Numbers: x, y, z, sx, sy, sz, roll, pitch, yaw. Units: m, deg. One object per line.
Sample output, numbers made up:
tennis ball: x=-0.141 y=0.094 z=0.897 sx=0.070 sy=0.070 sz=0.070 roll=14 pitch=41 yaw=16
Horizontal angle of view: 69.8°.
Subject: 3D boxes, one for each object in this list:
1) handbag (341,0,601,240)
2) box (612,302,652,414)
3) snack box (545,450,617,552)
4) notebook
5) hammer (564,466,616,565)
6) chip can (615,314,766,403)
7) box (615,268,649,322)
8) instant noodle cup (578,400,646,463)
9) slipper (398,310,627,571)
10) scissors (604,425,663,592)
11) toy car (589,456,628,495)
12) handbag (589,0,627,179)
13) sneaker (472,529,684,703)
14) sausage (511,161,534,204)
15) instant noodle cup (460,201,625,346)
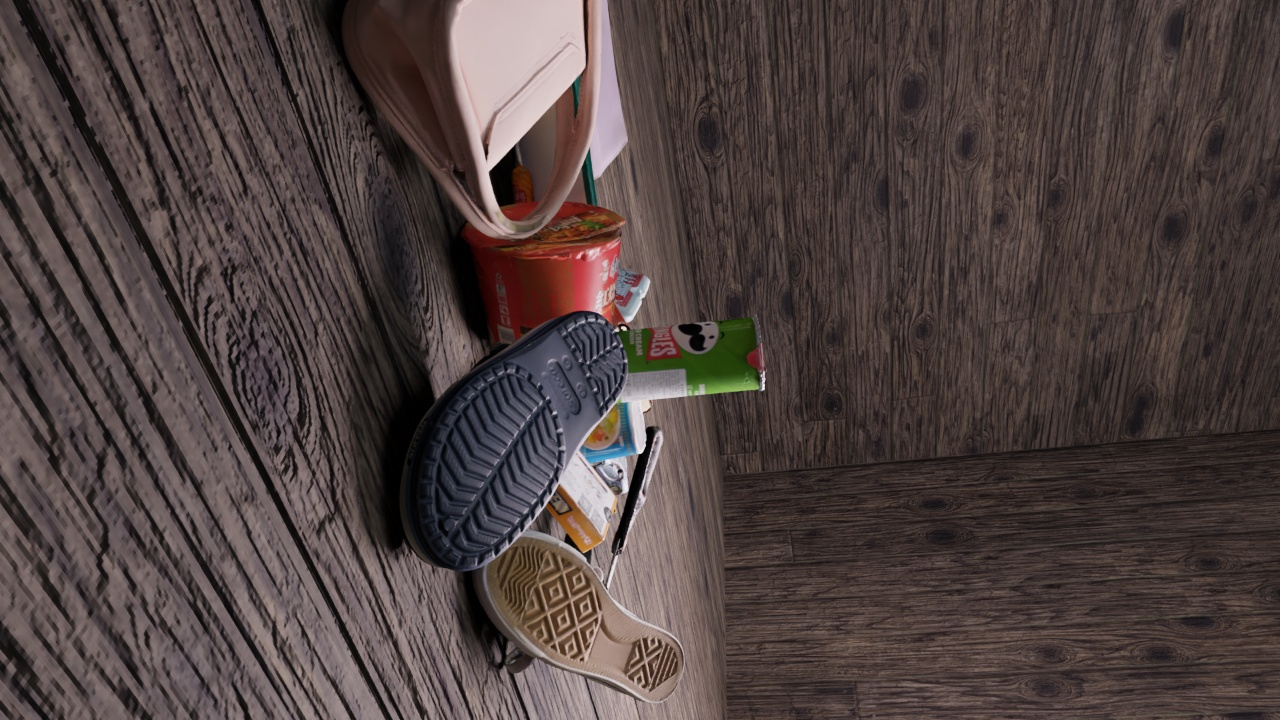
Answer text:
handbag: x=-0.095 y=-0.193 z=0.666 sx=0.192 sy=0.093 sz=0.234 roll=-56 pitch=148 yaw=-34
box: x=-0.045 y=0.012 z=1.040 sx=0.168 sy=0.091 sz=0.077 roll=73 pitch=-10 yaw=-51
snack box: x=-0.079 y=0.085 z=0.788 sx=0.154 sy=0.026 sz=0.075 roll=53 pitch=17 yaw=-11
notebook: x=-0.081 y=-0.170 z=0.904 sx=0.151 sy=0.012 sz=0.209 roll=-12 pitch=-94 yaw=62
hammer: x=-0.063 y=0.184 z=0.950 sx=0.300 sy=0.033 sz=0.129 roll=-88 pitch=160 yaw=-56
chip can: x=-0.005 y=0.005 z=0.854 sx=0.072 sy=0.236 sz=0.072 roll=-3 pitch=87 yaw=-87
box: x=-0.039 y=-0.069 z=1.155 sx=0.201 sy=0.100 sz=0.095 roll=-71 pitch=153 yaw=-70
instant noodle cup: x=-0.054 y=0.063 z=0.919 sx=0.099 sy=0.110 sz=0.099 roll=-6 pitch=89 yaw=-82
slipper: x=-0.099 y=0.044 z=0.666 sx=0.105 sy=0.095 sz=0.252 roll=58 pitch=41 yaw=-16
scissors: x=-0.013 y=0.174 z=0.974 sx=0.233 sy=0.022 sz=0.221 roll=-62 pitch=168 yaw=-78
toy car: x=-0.035 y=0.109 z=1.022 sx=0.106 sy=0.031 sz=0.048 roll=62 pitch=16 yaw=-49
handbag: x=-0.082 y=-0.316 z=1.034 sx=0.144 sy=0.098 sz=0.197 roll=-76 pitch=160 yaw=-56
sneaker: x=-0.062 y=0.218 z=0.778 sx=0.241 sy=0.088 sz=0.118 roll=43 pitch=61 yaw=-34
sausage: x=-0.115 y=-0.121 z=0.940 sx=0.021 sy=0.021 sz=0.165 roll=-26 pitch=109 yaw=-81
instant noodle cup: x=-0.081 y=-0.067 z=0.792 sx=0.137 sy=0.138 sz=0.109 roll=-80 pitch=171 yaw=-62
